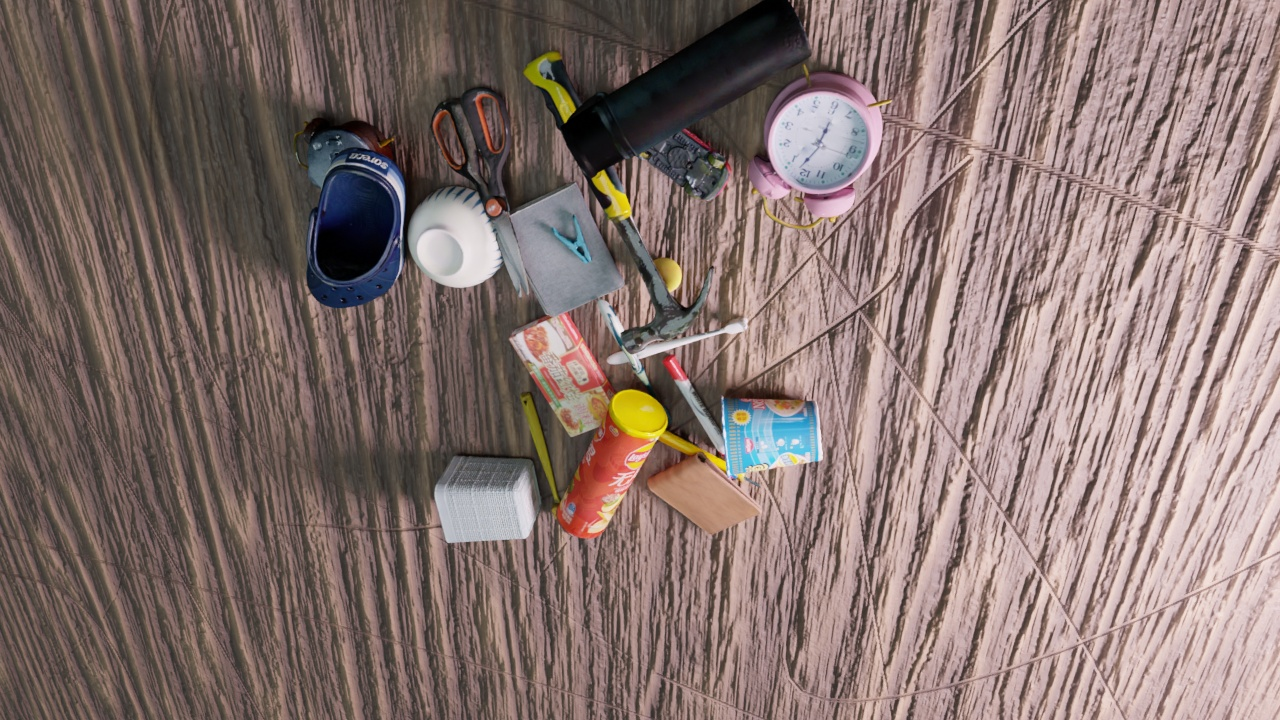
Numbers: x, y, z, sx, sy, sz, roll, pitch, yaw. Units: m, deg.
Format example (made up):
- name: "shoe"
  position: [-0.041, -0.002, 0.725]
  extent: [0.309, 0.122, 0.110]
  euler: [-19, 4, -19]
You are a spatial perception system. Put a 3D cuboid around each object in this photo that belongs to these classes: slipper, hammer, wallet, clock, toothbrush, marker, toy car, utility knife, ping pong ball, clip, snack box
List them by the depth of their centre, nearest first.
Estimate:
- name: "clock"
  position: [0.173, -0.206, 0.917]
  extent: [0.117, 0.059, 0.159]
  euler: [22, 122, 2]
- name: "toy car"
  position: [0.040, -0.217, 0.951]
  extent: [0.120, 0.045, 0.053]
  euler: [38, 120, -2]
- name: "hammer"
  position: [-0.027, -0.172, 0.971]
  extent: [0.126, 0.031, 0.323]
  euler: [-24, 100, 17]
- name: "clip"
  position: [-0.071, -0.131, 1.007]
  extent: [0.034, 0.013, 0.055]
  euler: [-27, 107, 12]
- name: "slipper"
  position: [-0.317, -0.126, 1.020]
  extent: [0.105, 0.095, 0.254]
  euler: [20, 143, -13]
- name: "ping pong ball"
  position: [0.026, -0.094, 1.022]
  extent: [0.040, 0.040, 0.040]
  euler: [6, 118, 10]
- name: "clock"
  position: [-0.336, -0.228, 1.030]
  extent: [0.122, 0.055, 0.082]
  euler: [10, 120, 9]
- name: "wallet"
  position: [-0.092, -0.123, 1.039]
  extent: [0.107, 0.037, 0.130]
  euler: [-22, 111, 11]
- name: "toothbrush"
  position: [0.041, -0.022, 1.074]
  extent: [0.180, 0.016, 0.016]
  euler: [-15, 114, 23]
- name: "toothbrush"
  position: [-0.006, 0.006, 1.083]
  extent: [0.016, 0.018, 0.192]
  euler: [-15, 121, 24]
- name: "marker"
  position: [0.069, 0.056, 1.105]
  extent: [0.017, 0.017, 0.145]
  euler: [-24, 109, 23]
- name: "snack box"
  position: [-0.089, 0.016, 1.117]
  extent: [0.075, 0.025, 0.153]
  euler: [-22, 110, 23]
- name: "utility knife"
  position: [0.075, 0.115, 1.132]
  extent: [0.176, 0.033, 0.015]
  euler: [28, 77, -5]
- name: "wallet"
  position: [0.079, 0.168, 1.145]
  extent: [0.115, 0.020, 0.101]
  euler: [42, 136, -15]
- name: "toothbrush"
  position: [-0.126, 0.128, 1.190]
  extent: [0.016, 0.016, 0.190]
  euler: [-6, 116, 15]

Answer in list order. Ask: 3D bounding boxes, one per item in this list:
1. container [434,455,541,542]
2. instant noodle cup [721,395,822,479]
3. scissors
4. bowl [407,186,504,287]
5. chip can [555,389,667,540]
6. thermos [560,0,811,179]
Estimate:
- name: "container"
  position: [-0.195, 0.180, 1.194]
  extent: [0.111, 0.089, 0.090]
  euler: [-2, 117, 12]
- name: "instant noodle cup"
  position: [0.152, 0.085, 1.063]
  extent: [0.110, 0.099, 0.099]
  euler: [-5, 116, 6]
- name: "scissors"
  position: [-0.149, -0.184, 0.992]
  extent: [0.140, 0.021, 0.235]
  euler: [-38, 88, 19]
- name: "bowl"
  position: [-0.214, -0.133, 1.044]
  extent: [0.116, 0.066, 0.117]
  euler: [6, 118, 11]
- name: "chip can"
  position: [-0.039, 0.131, 1.123]
  extent: [0.073, 0.073, 0.217]
  euler: [27, 130, -1]
- name: "thermos"
  position: [0.037, -0.270, 0.887]
  extent: [0.243, 0.090, 0.068]
  euler: [-27, 147, 10]
